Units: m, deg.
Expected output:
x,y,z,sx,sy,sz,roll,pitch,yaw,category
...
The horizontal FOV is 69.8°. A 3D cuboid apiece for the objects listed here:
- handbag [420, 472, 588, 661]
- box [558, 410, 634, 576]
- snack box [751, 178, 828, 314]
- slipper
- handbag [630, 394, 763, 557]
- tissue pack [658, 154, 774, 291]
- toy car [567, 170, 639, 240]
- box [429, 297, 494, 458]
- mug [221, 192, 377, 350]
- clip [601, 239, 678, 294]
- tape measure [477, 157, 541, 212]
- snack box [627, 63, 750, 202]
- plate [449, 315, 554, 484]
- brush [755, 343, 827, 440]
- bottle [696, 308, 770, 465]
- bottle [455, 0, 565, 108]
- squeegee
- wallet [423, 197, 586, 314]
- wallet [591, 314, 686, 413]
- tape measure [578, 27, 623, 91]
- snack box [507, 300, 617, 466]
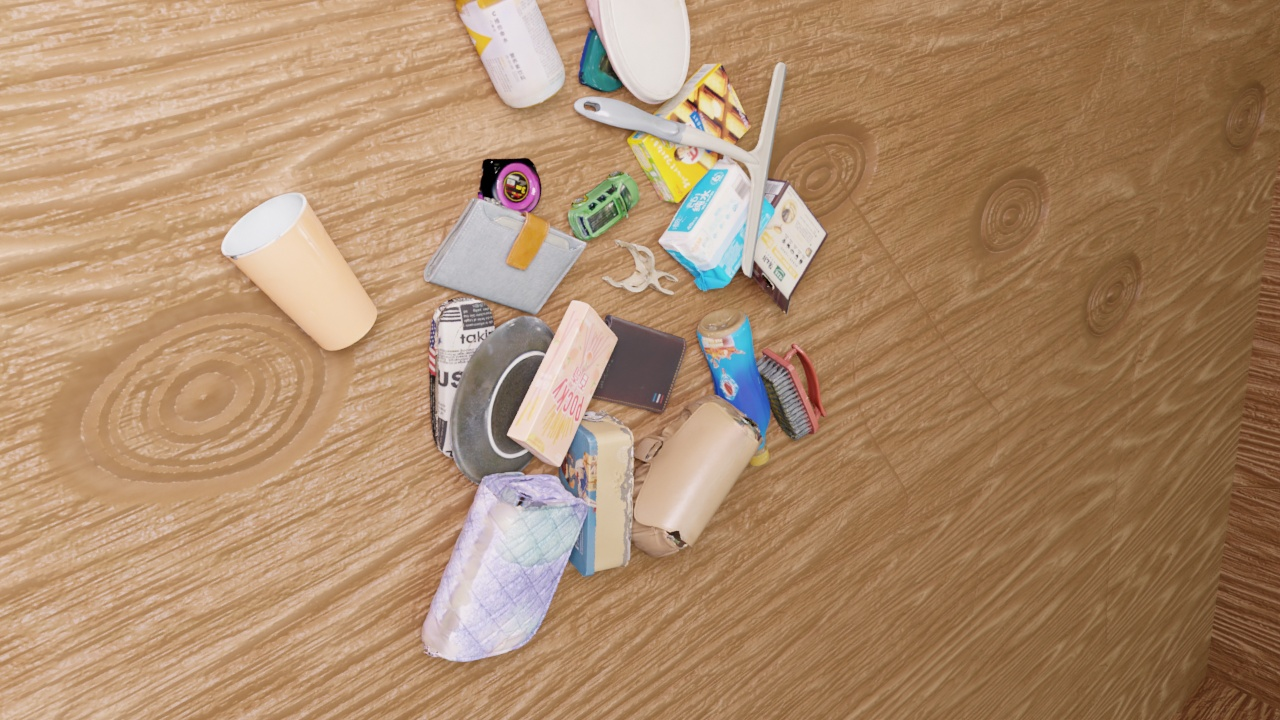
x,y,z,sx,sy,sz,roll,pitch,yaw,category
-0.143,0.213,0.957,0.134,0.075,0.194,6,111,-55,handbag
-0.051,0.152,1.025,0.059,0.090,0.184,-4,105,-27,box
0.168,-0.141,1.139,0.113,0.053,0.125,41,78,-40,snack box
-0.016,-0.391,0.902,0.114,0.054,0.274,-25,110,-35,slipper
0.051,0.130,1.071,0.100,0.148,0.204,40,74,-15,handbag
0.089,-0.159,1.060,0.090,0.063,0.140,42,75,-36,tissue pack
-0.036,-0.164,0.975,0.091,0.036,0.043,-44,126,-25,toy car
-0.173,0.020,0.905,0.070,0.057,0.164,-31,126,-59,box
-0.281,-0.069,0.776,0.078,0.078,0.123,-46,133,-20,mug
-0.003,-0.088,1.029,0.092,0.035,0.103,-56,138,-17,clip
-0.128,-0.168,0.893,0.057,0.039,0.058,-14,108,-36,tape measure
0.056,-0.254,1.024,0.140,0.034,0.087,-46,127,-16,snack box
-0.126,0.044,0.934,0.178,0.024,0.180,-35,132,-51,plate
0.208,0.045,1.227,0.069,0.063,0.146,-37,127,-10,brush
0.127,0.041,1.155,0.065,0.065,0.219,-35,123,-27,bottle
-0.131,-0.322,0.820,0.067,0.068,0.190,-41,126,-23,bottle
0.047,-0.236,0.968,0.246,0.039,0.246,12,86,-27,squeegee
-0.128,-0.099,0.892,0.129,0.037,0.107,17,124,-41,wallet
-0.006,0.006,1.066,0.122,0.020,0.096,15,94,-40,wallet
-0.036,-0.303,0.936,0.054,0.025,0.058,11,97,-41,tape measure
-0.078,0.025,0.956,0.157,0.026,0.084,-66,152,-15,snack box
